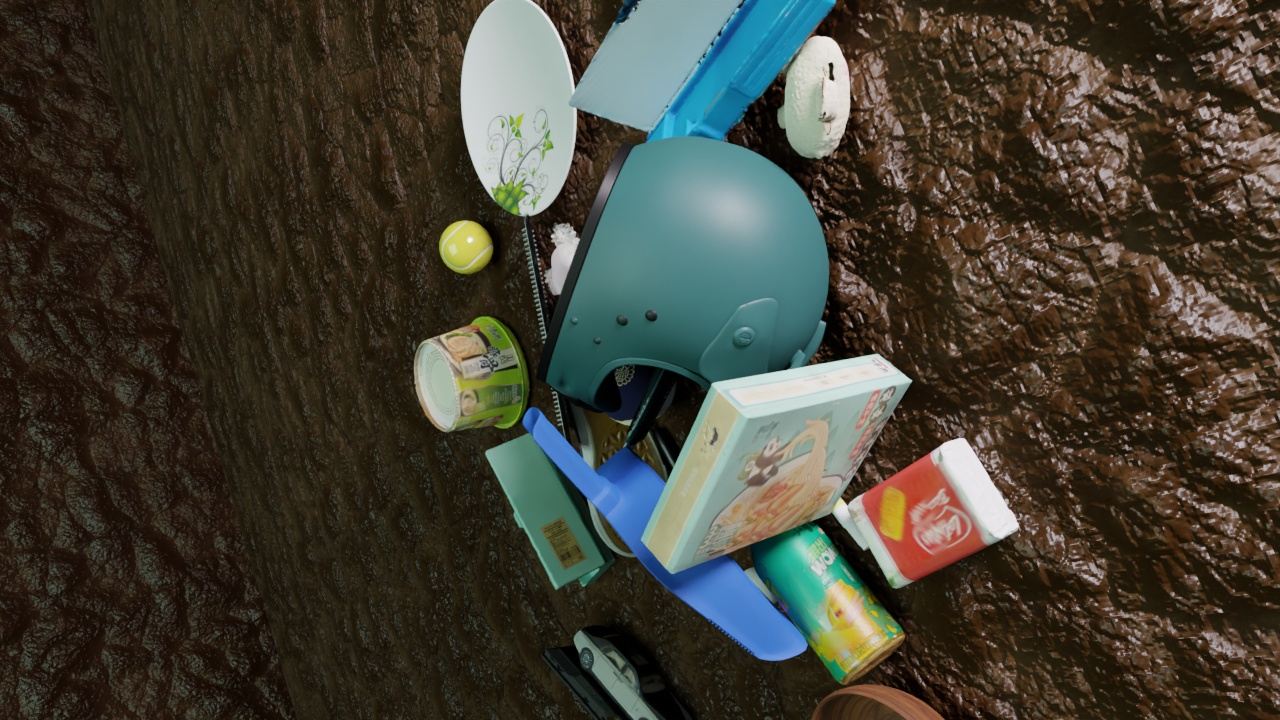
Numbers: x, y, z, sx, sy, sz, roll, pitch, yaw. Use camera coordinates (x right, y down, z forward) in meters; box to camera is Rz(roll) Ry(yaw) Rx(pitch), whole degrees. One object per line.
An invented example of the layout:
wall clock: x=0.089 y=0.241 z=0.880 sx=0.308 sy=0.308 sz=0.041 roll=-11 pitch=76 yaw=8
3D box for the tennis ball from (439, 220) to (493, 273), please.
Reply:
tennis ball: x=-0.214 y=-0.139 z=1.128 sx=0.065 sy=0.065 sz=0.065 roll=21 pitch=117 yaw=47

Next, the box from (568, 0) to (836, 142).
box: x=0.035 y=-0.241 z=0.720 sx=0.244 sy=0.115 sz=0.093 roll=-46 pitch=31 yaw=48

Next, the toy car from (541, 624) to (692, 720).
toy car: x=-0.017 y=0.367 z=1.041 sx=0.192 sy=0.094 sz=0.071 roll=38 pitch=108 yaw=39

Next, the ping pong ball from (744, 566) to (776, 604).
ping pong ball: x=0.109 y=0.212 z=0.851 sx=0.040 sy=0.040 sz=0.040 roll=21 pitch=117 yaw=47

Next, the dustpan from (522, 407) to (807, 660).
dustpan: x=-0.001 y=0.119 z=0.771 sx=0.257 sy=0.059 sz=0.245 roll=52 pitch=173 yaw=-29

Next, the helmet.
helmet: x=0.042 y=-0.034 z=0.732 sx=0.200 sy=0.176 sz=0.275 roll=22 pitch=119 yaw=-1

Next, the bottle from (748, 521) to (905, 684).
bottle: x=0.132 y=0.170 z=0.785 sx=0.209 sy=0.068 sz=0.068 roll=52 pitch=137 yaw=28

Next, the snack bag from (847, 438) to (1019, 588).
snack bag: x=0.215 y=0.116 z=0.687 sx=0.116 sy=0.036 sz=0.077 roll=-48 pitch=63 yaw=48

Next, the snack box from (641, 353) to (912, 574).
snack box: x=0.102 y=0.070 z=0.675 sx=0.044 sy=0.193 sz=0.142 roll=45 pitch=126 yaw=34

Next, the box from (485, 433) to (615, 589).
box: x=-0.118 y=0.183 z=1.090 sx=0.188 sy=0.092 sz=0.077 roll=60 pitch=139 yaw=20

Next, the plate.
plate: x=-0.126 y=-0.274 z=1.000 sx=0.230 sy=0.030 sz=0.230 roll=21 pitch=117 yaw=47

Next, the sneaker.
sneaker: x=-0.029 y=0.089 z=0.973 sx=0.079 sy=0.087 sz=0.235 roll=148 pitch=107 yaw=-79

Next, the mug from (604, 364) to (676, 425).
mug: x=-0.005 y=0.005 z=0.898 sx=0.089 sy=0.111 sz=0.086 roll=46 pitch=163 yaw=-30

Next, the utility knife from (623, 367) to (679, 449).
utility knife: x=0.023 y=0.012 z=0.849 sx=0.020 sy=0.028 sz=0.172 roll=31 pitch=98 yaw=36

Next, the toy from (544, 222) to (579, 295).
toy: x=-0.065 y=-0.083 z=0.973 sx=0.109 sy=0.041 sz=0.096 roll=58 pitch=153 yaw=29

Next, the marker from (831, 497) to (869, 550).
marker: x=0.152 y=0.105 z=0.782 sx=0.132 sy=0.014 sz=0.014 roll=53 pitch=138 yaw=27

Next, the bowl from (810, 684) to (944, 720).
bowl: x=0.213 y=0.320 z=0.730 sx=0.147 sy=0.068 sz=0.147 roll=22 pitch=119 yaw=46

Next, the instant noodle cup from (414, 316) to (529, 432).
instant noodle cup: x=-0.217 y=0.023 z=1.158 sx=0.146 sy=0.097 sz=0.146 roll=20 pitch=117 yaw=47

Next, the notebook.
notebook: x=-0.101 y=-0.031 z=0.989 sx=0.178 sy=0.013 sz=0.245 roll=-145 pitch=44 yaw=-82

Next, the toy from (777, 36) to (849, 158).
toy: x=0.130 y=-0.194 z=0.679 sx=0.112 sy=0.050 sz=0.087 roll=-136 pitch=44 yaw=-65

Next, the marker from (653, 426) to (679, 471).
marker: x=0.047 y=0.125 z=0.922 sx=0.134 sy=0.015 sz=0.018 roll=60 pitch=143 yaw=19
